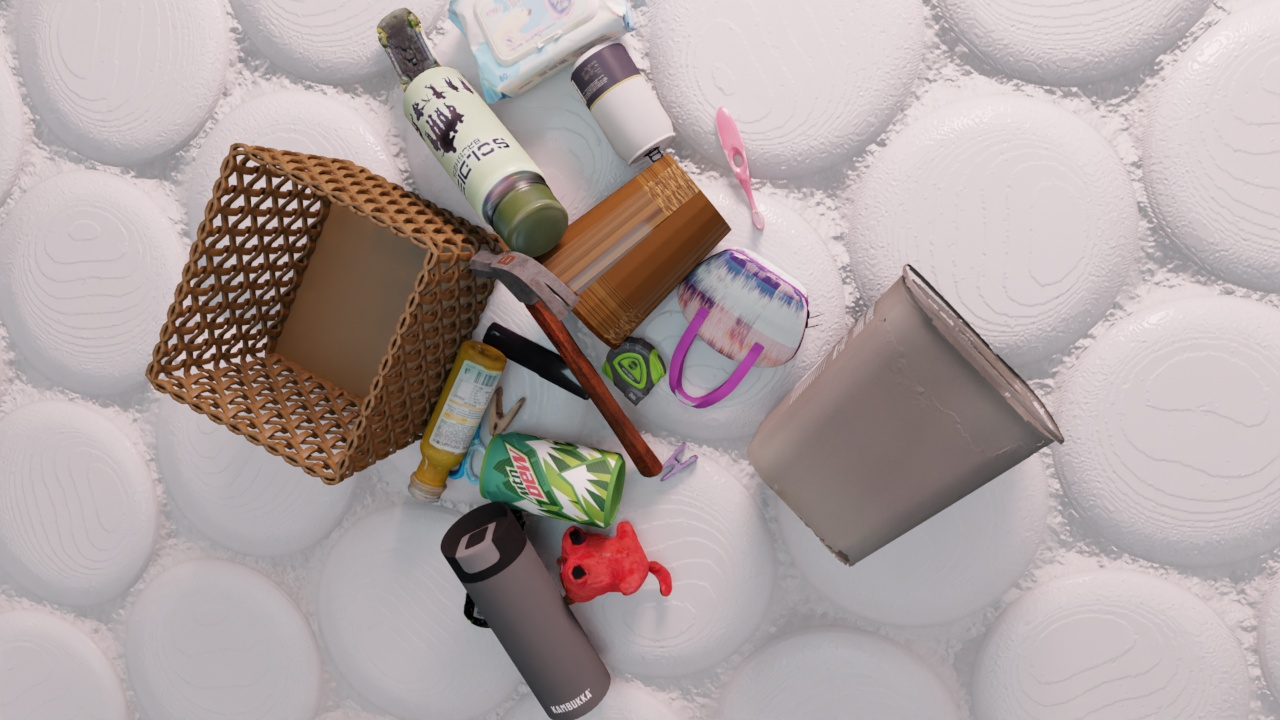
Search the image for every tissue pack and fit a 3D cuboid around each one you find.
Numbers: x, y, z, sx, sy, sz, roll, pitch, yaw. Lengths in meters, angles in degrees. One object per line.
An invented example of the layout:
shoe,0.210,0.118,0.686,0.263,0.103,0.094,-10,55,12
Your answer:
tissue pack,-0.104,-0.351,0.936,0.182,0.070,0.112,-25,94,14

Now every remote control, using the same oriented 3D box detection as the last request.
remote control,-0.112,0.001,1.016,0.136,0.015,0.032,27,102,6

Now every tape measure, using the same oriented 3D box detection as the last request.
tape measure,-0.006,0.006,0.988,0.059,0.035,0.065,-42,92,22

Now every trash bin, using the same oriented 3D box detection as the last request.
trash bin,0.238,0.057,0.878,0.197,0.197,0.220,47,110,2

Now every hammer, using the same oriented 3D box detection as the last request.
hammer,-0.056,0.013,0.925,0.028,0.111,0.301,-48,125,-22

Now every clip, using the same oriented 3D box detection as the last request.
clip,0.043,0.115,1.006,0.041,0.014,0.052,25,99,4
clip,-0.149,0.061,1.029,0.039,0.024,0.060,12,110,11

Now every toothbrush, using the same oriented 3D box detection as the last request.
toothbrush,0.103,-0.198,0.947,0.022,0.016,0.135,-19,95,12

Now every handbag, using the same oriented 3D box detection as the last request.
handbag,0.091,-0.024,0.956,0.144,0.068,0.170,34,109,5

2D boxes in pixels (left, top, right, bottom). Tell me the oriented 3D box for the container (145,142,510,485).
container,-0.306,-0.054,0.943,0.219,0.214,0.252,27,102,6

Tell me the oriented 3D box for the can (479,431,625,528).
can,-0.094,0.128,0.996,0.144,0.083,0.083,10,100,9

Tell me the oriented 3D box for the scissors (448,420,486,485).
scissors,-0.193,0.075,1.044,0.066,0.015,0.135,13,103,13

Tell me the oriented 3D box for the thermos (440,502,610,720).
thermos,-0.121,0.272,0.989,0.082,0.082,0.240,-22,110,13

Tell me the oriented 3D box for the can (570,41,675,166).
can,-0.015,-0.256,0.936,0.064,0.064,0.127,-32,91,13

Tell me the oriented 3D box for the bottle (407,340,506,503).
bottle,-0.206,0.070,1.014,0.053,0.053,0.186,27,104,6

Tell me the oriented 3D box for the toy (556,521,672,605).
toy,-0.031,0.234,1.021,0.133,0.088,0.094,13,139,-12

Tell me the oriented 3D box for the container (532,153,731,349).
container,-0.004,-0.115,0.927,0.167,0.132,0.132,-40,89,7

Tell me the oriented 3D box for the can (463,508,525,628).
can,-0.166,0.232,1.040,0.054,0.054,0.138,12,100,9

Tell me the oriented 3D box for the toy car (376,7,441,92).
toy car,-0.242,-0.324,0.985,0.048,0.033,0.105,-27,87,15

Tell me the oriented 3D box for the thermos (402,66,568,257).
thermos,-0.155,-0.195,0.918,0.082,0.082,0.231,-45,61,13
